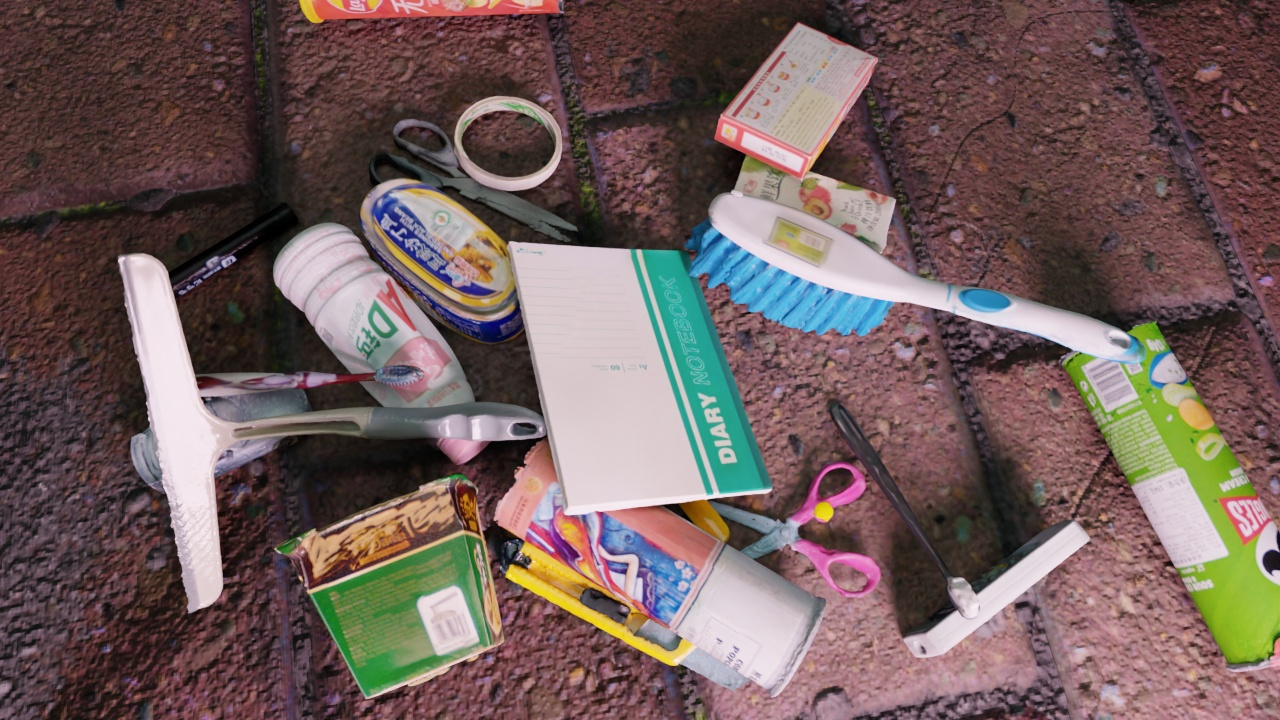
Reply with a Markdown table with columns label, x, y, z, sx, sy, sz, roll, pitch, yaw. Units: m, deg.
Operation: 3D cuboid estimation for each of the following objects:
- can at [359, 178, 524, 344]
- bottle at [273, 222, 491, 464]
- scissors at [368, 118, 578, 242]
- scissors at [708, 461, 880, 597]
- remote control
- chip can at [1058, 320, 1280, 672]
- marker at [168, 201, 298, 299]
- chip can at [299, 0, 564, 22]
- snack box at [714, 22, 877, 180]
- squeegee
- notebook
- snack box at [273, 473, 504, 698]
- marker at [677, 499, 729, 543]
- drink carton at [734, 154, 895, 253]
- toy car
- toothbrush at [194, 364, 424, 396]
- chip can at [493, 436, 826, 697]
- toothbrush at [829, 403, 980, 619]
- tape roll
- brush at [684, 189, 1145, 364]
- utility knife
| label | x | y | z | sx | sy | sz | roll | pitch | yaw |
| --- | --- | --- | --- | --- | --- | --- | --- | --- | --- |
| can | -0.145 | -0.075 | 0.690 | 0.148 | 0.049 | 0.074 | 39 | 74 | 11 |
| bottle | -0.180 | -0.010 | 0.659 | 0.068 | 0.068 | 0.197 | -40 | 80 | -14 |
| scissors | -0.138 | -0.130 | 0.733 | 0.140 | 0.014 | 0.173 | -26 | 76 | -12 |
| scissors | 0.110 | 0.127 | 0.643 | 0.133 | 0.017 | 0.124 | -29 | 73 | -7 |
| remote control | 0.238 | 0.152 | 0.615 | 0.135 | 0.056 | 0.019 | -33 | 74 | -12 |
| chip can | 0.380 | 0.088 | 0.634 | 0.072 | 0.072 | 0.236 | -19 | 71 | -8 |
| marker | -0.324 | -0.080 | 0.703 | 0.132 | 0.020 | 0.022 | -37 | 58 | -14 |
| chip can | -0.173 | -0.326 | 0.770 | 0.216 | 0.073 | 0.073 | -4 | 70 | -3 |
| snack box | 0.128 | -0.212 | 0.736 | 0.077 | 0.027 | 0.155 | 28 | 55 | 10 |
| squeegee | -0.184 | 0.043 | 0.602 | 0.246 | 0.039 | 0.247 | -3 | 111 | -6 |
| notebook | -0.004 | 0.004 | 0.642 | 0.150 | 0.012 | 0.209 | -1 | 58 | -25 |
| snack box | -0.142 | 0.146 | 0.577 | 0.118 | 0.118 | 0.105 | -23 | 77 | -7 |
| marker | 0.021 | 0.081 | 0.655 | 0.018 | 0.015 | 0.124 | -38 | 70 | -5 |
| drink carton | 0.130 | -0.114 | 0.714 | 0.122 | 0.046 | 0.053 | 17 | 60 | 3 |
| toy car | -0.294 | 0.050 | 0.649 | 0.120 | 0.037 | 0.054 | -25 | 71 | -14 |
| toothbrush | -0.238 | 0.014 | 0.624 | 0.188 | 0.017 | 0.016 | -3 | 83 | 9 |
| chip can | 0.011 | 0.132 | 0.606 | 0.215 | 0.071 | 0.071 | 30 | 72 | 9 |
| toothbrush | 0.176 | 0.095 | 0.626 | 0.015 | 0.018 | 0.181 | -25 | 51 | -3 |
| tape roll | -0.106 | -0.175 | 0.740 | 0.085 | 0.014 | 0.085 | 4 | 64 | -9 |
| brush | 0.185 | -0.046 | 0.660 | 0.314 | 0.110 | 0.060 | 24 | 63 | 2 |
| utility knife | -0.012 | 0.171 | 0.622 | 0.197 | 0.015 | 0.033 | 26 | 71 | 8 |
